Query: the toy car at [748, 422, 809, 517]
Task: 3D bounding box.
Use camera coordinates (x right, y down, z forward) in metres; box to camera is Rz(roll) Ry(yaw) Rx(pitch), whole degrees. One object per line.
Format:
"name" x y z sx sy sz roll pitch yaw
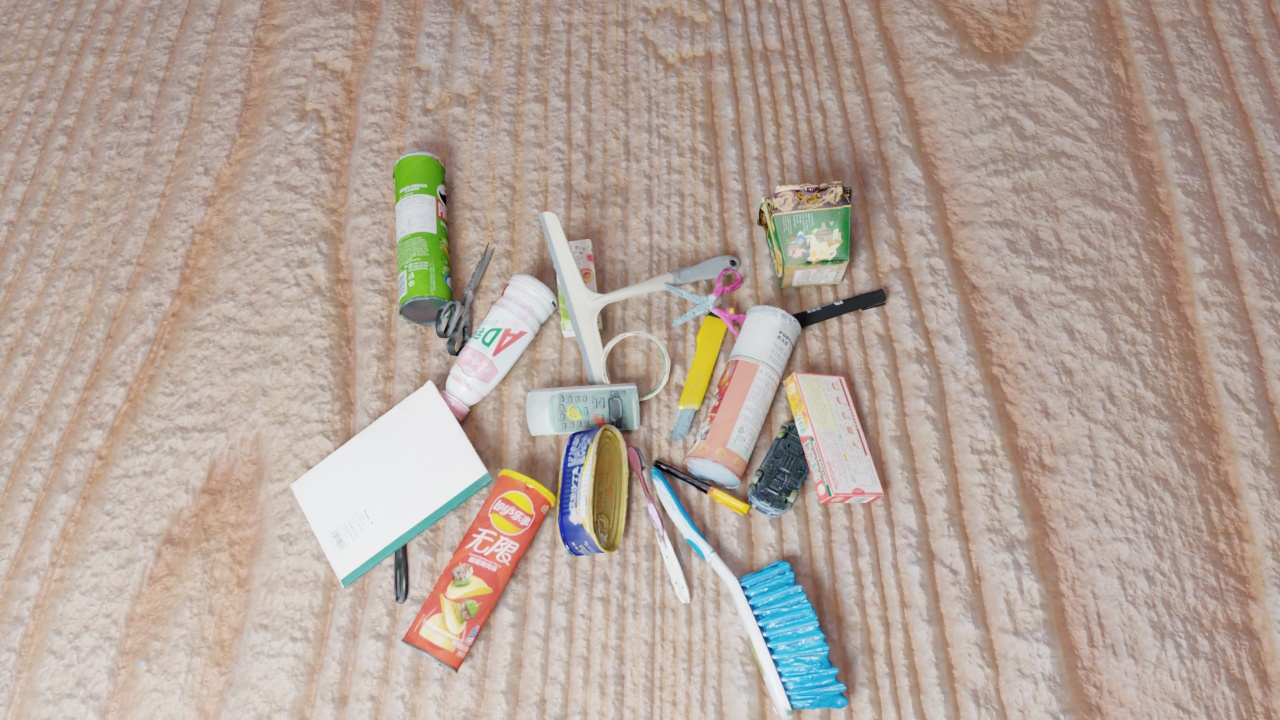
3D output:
"toy car" 0.165 0.125 1.056 0.054 0.037 0.120 25 57 13

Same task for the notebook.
"notebook" -0.290 0.140 1.059 0.209 0.012 0.150 -36 68 -1

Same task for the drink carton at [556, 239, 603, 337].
"drink carton" -0.081 -0.094 1.175 0.053 0.046 0.122 -7 63 -2

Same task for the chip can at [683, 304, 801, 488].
"chip can" 0.122 0.041 1.081 0.071 0.071 0.214 19 66 12

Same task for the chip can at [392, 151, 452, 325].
"chip can" -0.287 -0.162 1.205 0.072 0.072 0.235 -8 63 -2

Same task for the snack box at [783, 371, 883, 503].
"snack box" 0.222 0.088 1.058 0.077 0.027 0.155 4 58 -29

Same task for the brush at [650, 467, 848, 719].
"brush" 0.111 0.236 0.995 0.109 0.061 0.314 -20 61 -4

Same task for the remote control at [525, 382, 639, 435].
"remote control" -0.069 0.058 1.094 0.135 0.019 0.056 -3 105 1

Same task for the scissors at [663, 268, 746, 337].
"scissors" 0.089 -0.077 1.146 0.133 0.017 0.123 22 65 -17

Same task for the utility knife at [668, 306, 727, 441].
"utility knife" 0.070 0.017 1.125 0.033 0.015 0.196 16 62 10

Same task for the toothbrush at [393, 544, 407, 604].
"toothbrush" -0.278 0.190 1.056 0.015 0.018 0.180 -7 64 -4

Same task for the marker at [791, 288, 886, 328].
"marker" 0.247 -0.063 1.158 0.132 0.020 0.022 -17 92 -7

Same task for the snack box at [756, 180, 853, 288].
"snack box" 0.213 -0.152 1.164 0.118 0.117 0.105 -4 75 4

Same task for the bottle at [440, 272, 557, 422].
"bottle" -0.180 -0.014 1.128 0.068 0.068 0.196 28 73 16

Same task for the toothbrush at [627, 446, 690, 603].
"toothbrush" 0.022 0.183 1.035 0.016 0.017 0.187 -30 70 26

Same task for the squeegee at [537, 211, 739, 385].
"squeegee" 0.025 -0.096 1.145 0.246 0.039 0.246 -17 91 -22

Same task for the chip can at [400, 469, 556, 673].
"chip can" -0.175 0.226 1.000 0.073 0.073 0.216 24 67 14

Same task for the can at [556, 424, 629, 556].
"can" -0.053 0.145 1.028 0.049 0.074 0.148 -14 58 28

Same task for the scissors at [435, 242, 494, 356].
"scissors" -0.221 -0.090 1.168 0.014 0.140 0.173 1 86 21

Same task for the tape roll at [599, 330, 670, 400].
"tape roll" -0.007 0.006 1.111 0.085 0.014 0.086 -1 94 -13

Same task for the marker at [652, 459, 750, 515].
"marker" 0.069 0.146 1.059 0.124 0.018 0.015 26 75 16
